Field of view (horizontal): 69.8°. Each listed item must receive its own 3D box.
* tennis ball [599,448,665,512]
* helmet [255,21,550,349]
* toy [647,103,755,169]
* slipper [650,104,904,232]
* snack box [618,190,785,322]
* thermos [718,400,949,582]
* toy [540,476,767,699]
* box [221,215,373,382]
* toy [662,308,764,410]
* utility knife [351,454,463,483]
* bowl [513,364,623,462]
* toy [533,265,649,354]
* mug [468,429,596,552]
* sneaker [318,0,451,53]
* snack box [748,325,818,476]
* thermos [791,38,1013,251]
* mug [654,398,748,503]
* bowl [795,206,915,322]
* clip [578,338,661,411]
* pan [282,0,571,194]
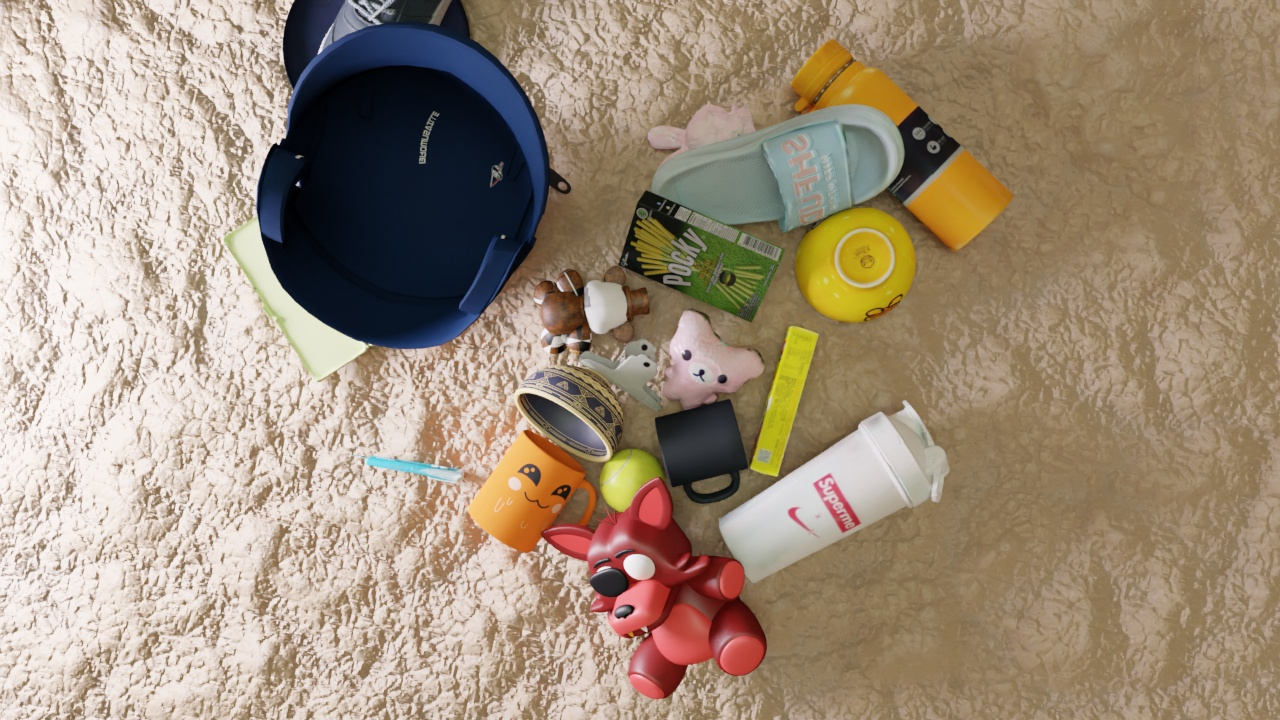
[{"bbox_3d":[-0.008,0.121,0.915,0.065,0.065,0.065,0,89,4],"label":"tennis ball"},{"bbox_3d":[-0.194,-0.169,0.813,0.232,0.222,0.273,21,133,-9],"label":"helmet"},{"bbox_3d":[0.063,-0.221,0.924,0.110,0.047,0.063,-13,87,16],"label":"toy"},{"bbox_3d":[0.127,-0.167,0.875,0.246,0.104,0.074,-8,46,19],"label":"slipper"},{"bbox_3d":[0.058,-0.102,0.908,0.147,0.025,0.080,24,134,4],"label":"snack box"},{"bbox_3d":[0.188,0.134,0.890,0.220,0.099,0.099,-32,87,8],"label":"thermos"},{"bbox_3d":[0.015,0.216,0.871,0.159,0.120,0.197,-29,105,33],"label":"toy"},{"bbox_3d":[-0.334,-0.088,0.955,0.141,0.047,0.187,-36,87,12],"label":"box"},{"bbox_3d":[0.062,0.009,0.918,0.099,0.052,0.096,36,106,-5],"label":"toy"},{"bbox_3d":[-0.243,0.111,0.954,0.124,0.022,0.015,9,97,4],"label":"utility knife"},{"bbox_3d":[-0.061,0.042,0.906,0.112,0.113,0.061,32,66,4],"label":"bowl"},{"bbox_3d":[-0.049,-0.051,0.925,0.112,0.067,0.087,-9,89,-5],"label":"toy"},{"bbox_3d":[-0.100,0.139,0.923,0.112,0.077,0.096,34,92,-23],"label":"mug"},{"bbox_3d":[-0.242,-0.365,0.904,0.089,0.087,0.235,35,92,4],"label":"sneaker"},{"bbox_3d":[0.142,0.040,0.917,0.029,0.040,0.148,16,90,4],"label":"snack box"},{"bbox_3d":[0.244,-0.207,0.893,0.232,0.076,0.091,44,85,3],"label":"thermos"},{"bbox_3d":[0.064,0.096,0.914,0.077,0.071,0.105,-15,115,4],"label":"mug"},{"bbox_3d":[0.214,-0.096,0.899,0.117,0.067,0.117,0,90,4],"label":"bowl"},{"bbox_3d":[-0.006,0.006,0.920,0.101,0.040,0.054,33,116,-22],"label":"clip"},{"bbox_3d":[-0.213,-0.281,0.956,0.356,0.021,0.199,38,92,4],"label":"pan"}]
